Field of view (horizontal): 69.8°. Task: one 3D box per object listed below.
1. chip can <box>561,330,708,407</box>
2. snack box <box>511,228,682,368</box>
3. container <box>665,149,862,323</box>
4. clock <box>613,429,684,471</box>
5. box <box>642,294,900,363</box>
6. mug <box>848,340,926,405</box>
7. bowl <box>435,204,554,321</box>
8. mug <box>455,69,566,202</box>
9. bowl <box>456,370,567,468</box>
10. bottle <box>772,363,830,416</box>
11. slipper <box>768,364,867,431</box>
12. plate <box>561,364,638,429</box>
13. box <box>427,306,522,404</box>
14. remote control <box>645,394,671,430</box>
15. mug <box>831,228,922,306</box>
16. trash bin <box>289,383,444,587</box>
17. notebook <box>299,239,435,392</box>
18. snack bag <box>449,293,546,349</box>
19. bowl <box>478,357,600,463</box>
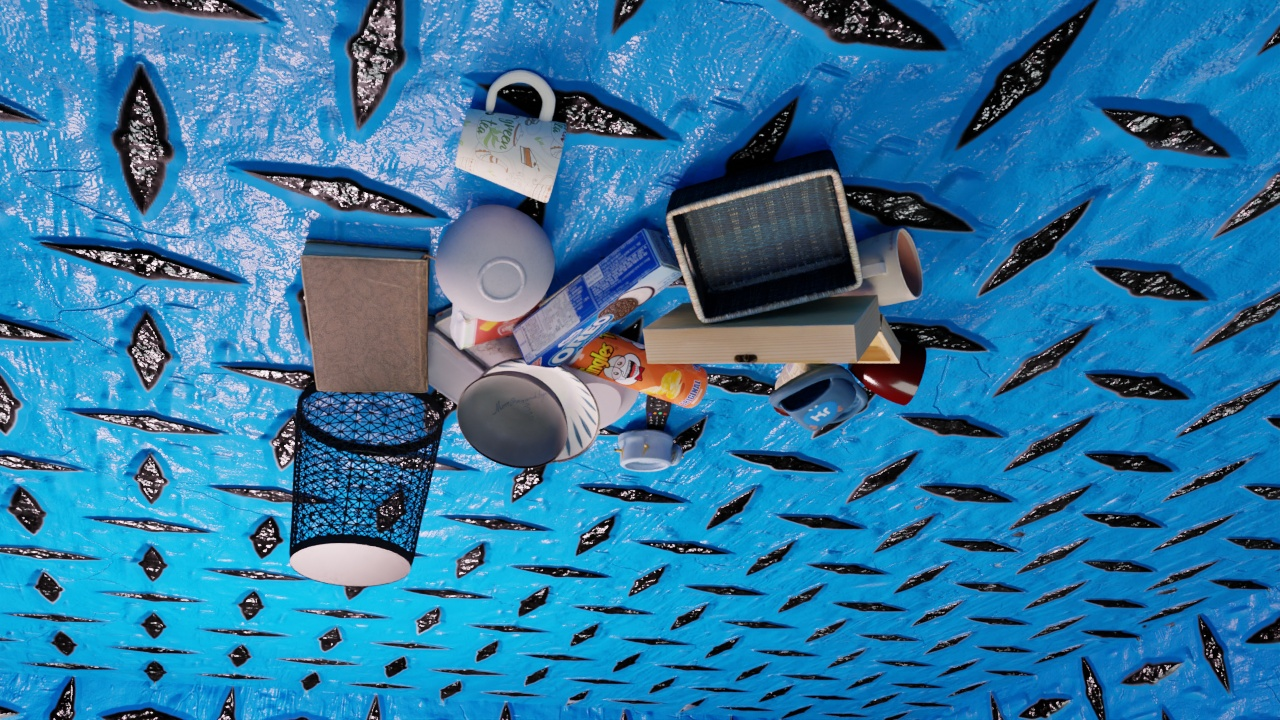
[{"bbox_3d":[-0.007,0.007,1.260,0.210,0.062,0.062,20,140,-30],"label":"chip can"},{"bbox_3d":[-0.054,-0.071,1.107,0.227,0.059,0.059,-34,160,25],"label":"snack box"},{"bbox_3d":[0.136,-0.135,1.007,0.188,0.071,0.145,-13,119,15],"label":"container"},{"bbox_3d":[0.015,0.149,1.475,0.089,0.051,0.124,-13,156,28],"label":"clock"},{"bbox_3d":[0.167,-0.030,1.117,0.248,0.096,0.260,1,175,26],"label":"box"},{"bbox_3d":[0.337,0.013,1.290,0.088,0.087,0.114,18,161,1],"label":"mug"},{"bbox_3d":[-0.161,-0.103,1.034,0.131,0.064,0.132,-8,121,-14],"label":"bowl"},{"bbox_3d":[-0.125,-0.227,0.908,0.097,0.081,0.122,13,123,-11],"label":"mug"},{"bbox_3d":[-0.159,0.066,1.188,0.151,0.056,0.151,5,124,8],"label":"bowl"},{"bbox_3d":[0.229,0.023,1.307,0.056,0.056,0.162,3,146,-9],"label":"bottle"},{"bbox_3d":[0.256,0.055,1.259,0.104,0.059,0.213,-36,150,24],"label":"slipper"},{"bbox_3d":[-0.083,0.062,1.337,0.172,0.019,0.173,-11,140,-10],"label":"plate"},{"bbox_3d":[-0.221,-0.001,1.262,0.149,0.042,0.216,-32,139,10],"label":"box"},{"bbox_3d":[0.027,0.076,1.411,0.039,0.010,0.125,-1,146,-3],"label":"remote control"},{"bbox_3d":[0.265,-0.102,1.087,0.105,0.085,0.111,-14,179,35],"label":"mug"},{"bbox_3d":[-0.404,0.183,1.331,0.217,0.242,0.217,-2,146,-1],"label":"trash bin"},{"bbox_3d":[-0.314,-0.049,1.133,0.190,0.034,0.216,3,129,-9],"label":"notebook"},{"bbox_3d":[-0.176,-0.059,1.136,0.115,0.036,0.077,-18,152,-25],"label":"snack bag"},{"bbox_3d":[-0.135,0.052,1.253,0.177,0.070,0.178,6,125,8],"label":"bowl"}]
